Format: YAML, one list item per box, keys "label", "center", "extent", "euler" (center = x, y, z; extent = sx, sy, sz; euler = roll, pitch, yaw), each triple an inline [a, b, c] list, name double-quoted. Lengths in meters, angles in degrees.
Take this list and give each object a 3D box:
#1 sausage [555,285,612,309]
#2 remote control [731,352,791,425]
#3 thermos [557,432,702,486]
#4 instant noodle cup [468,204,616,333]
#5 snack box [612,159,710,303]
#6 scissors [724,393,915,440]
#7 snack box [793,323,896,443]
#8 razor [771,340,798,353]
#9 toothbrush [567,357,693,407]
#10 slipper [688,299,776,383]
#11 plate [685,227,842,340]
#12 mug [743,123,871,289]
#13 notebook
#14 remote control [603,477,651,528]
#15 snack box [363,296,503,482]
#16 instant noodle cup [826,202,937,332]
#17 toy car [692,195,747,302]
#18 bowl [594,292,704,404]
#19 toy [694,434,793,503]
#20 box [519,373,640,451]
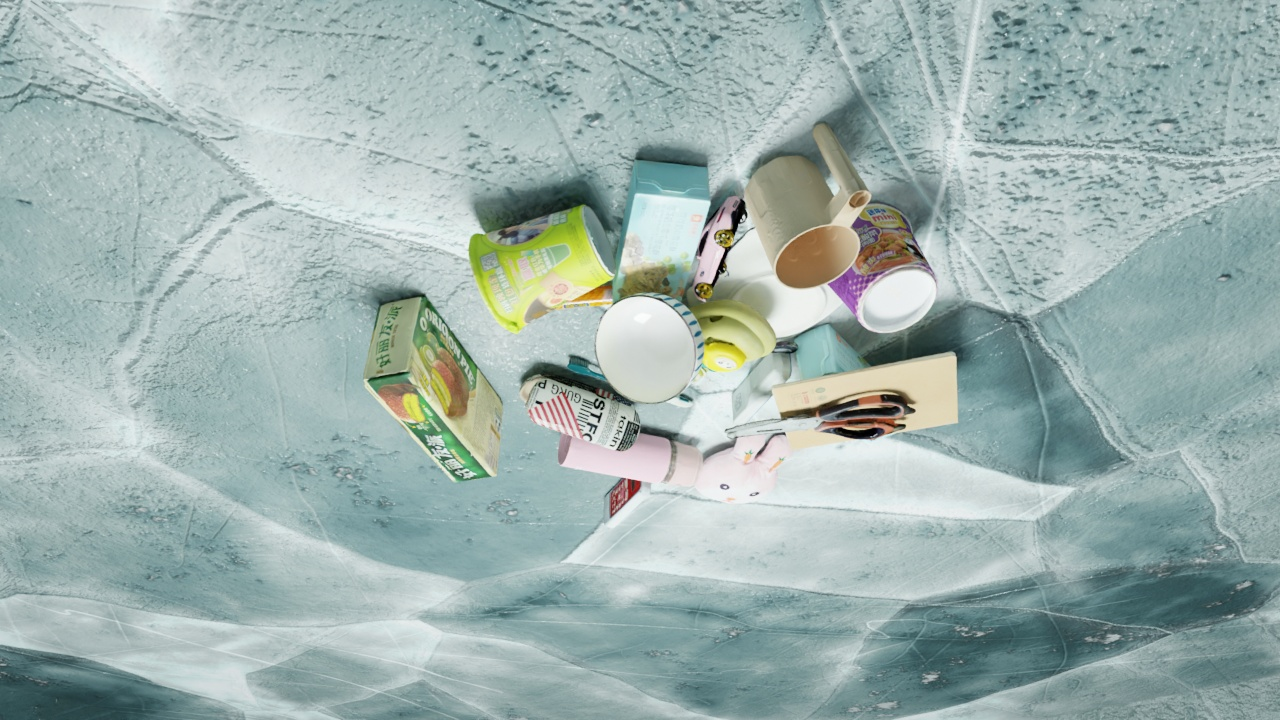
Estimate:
- label: "sausage"
  center: [-0.060, -0.071, 1.037]
  extent: [0.165, 0.021, 0.021]
  euler: [-4, 143, 5]
- label: "remote control"
  center: [0.150, 0.031, 1.157]
  extent: [0.024, 0.049, 0.125]
  euler: [15, 140, -17]
- label: "thermos"
  center: [-0.015, 0.132, 1.285]
  extent: [0.198, 0.067, 0.087]
  euler: [12, 173, -19]
- label: "instant noodle cup"
  center: [-0.094, -0.100, 0.935]
  extent: [0.123, 0.111, 0.112]
  euler: [-21, 140, 13]
- label: "snack box"
  center: [0.018, -0.123, 0.943]
  extent: [0.074, 0.051, 0.175]
  euler: [5, 144, -7]
- label: "scissors"
  center: [0.213, 0.082, 1.112]
  extent: [0.185, 0.015, 0.209]
  euler: [28, 134, -34]
- label: "snack box"
  center: [0.257, 0.031, 1.138]
  extent: [0.052, 0.074, 0.175]
  euler: [-26, 137, 29]
- label: "razor"
  center: [0.120, -0.012, 1.117]
  extent: [0.143, 0.022, 0.043]
  euler: [-7, 149, 16]
- label: "toothbrush"
  center: [-0.010, 0.030, 1.182]
  extent: [0.191, 0.018, 0.016]
  euler: [19, 139, -28]
- label: "slipper"
  center: [0.065, -0.010, 1.040]
  extent: [0.191, 0.081, 0.091]
  euler: [-5, 145, 42]
- label: "plate"
  center: [0.152, -0.072, 1.031]
  extent: [0.163, 0.034, 0.165]
  euler: [21, 138, -26]
- label: "mug"
  center: [0.159, -0.146, 0.864]
  extent: [0.084, 0.103, 0.125]
  euler: [4, 138, -26]
- label: "notebook"
  center: [0.271, 0.053, 1.097]
  extent: [0.208, 0.008, 0.148]
  euler: [-12, 142, 13]
- label: "remote control"
  center: [-0.022, 0.203, 1.380]
  extent: [0.020, 0.055, 0.136]
  euler: [15, 141, -23]
- label: "snack box"
  center: [-0.241, 0.041, 1.108]
  extent: [0.063, 0.114, 0.240]
  euler: [-10, 143, 13]
- label: "instant noodle cup"
  center: [0.245, -0.089, 0.936]
  extent: [0.111, 0.099, 0.112]
  euler: [-8, 131, -9]
- label: "toy car"
  center: [0.077, -0.115, 0.948]
  extent: [0.037, 0.056, 0.123]
  euler: [26, 135, 8]
- label: "bowl"
  center: [0.017, -0.018, 0.970]
  extent: [0.117, 0.066, 0.116]
  euler: [7, 107, 24]
- label: "toy"
  center: [0.149, 0.155, 1.325]
  extent: [0.121, 0.054, 0.160]
  euler: [15, 133, -20]
- label: "box"
  center: [-0.080, 0.062, 1.194]
  extent: [0.163, 0.076, 0.087]
  euler: [19, 178, -25]
